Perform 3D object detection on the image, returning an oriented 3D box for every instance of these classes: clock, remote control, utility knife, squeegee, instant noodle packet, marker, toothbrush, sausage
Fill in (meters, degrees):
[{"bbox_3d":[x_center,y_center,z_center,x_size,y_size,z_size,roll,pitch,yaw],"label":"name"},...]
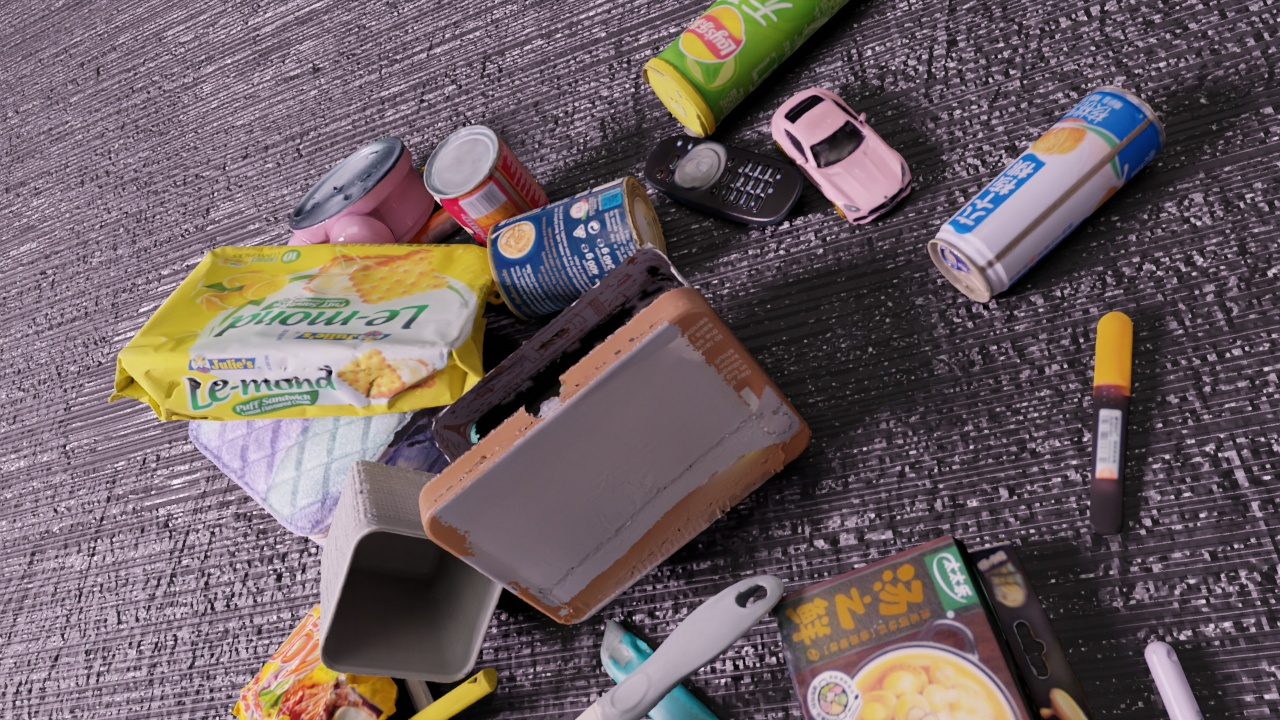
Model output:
[{"bbox_3d":[-0.236,-0.115,0.763,0.117,0.060,0.158,-8,43,34],"label":"clock"},{"bbox_3d":[0.060,-0.129,0.663,0.136,0.024,0.053,27,86,38],"label":"remote control"},{"bbox_3d":[0.045,0.210,0.491,0.208,0.013,0.029,33,82,36],"label":"utility knife"},{"bbox_3d":[-0.019,0.197,0.489,0.247,0.039,0.246,-45,52,11],"label":"squeegee"},{"bbox_3d":[-0.210,0.216,0.581,0.110,0.044,0.128,-48,29,-8],"label":"instant noodle packet"},{"bbox_3d":[0.249,0.032,0.486,0.018,0.015,0.123,2,67,29],"label":"marker"},{"bbox_3d":[0.256,0.210,0.381,0.021,0.029,0.189,-50,40,44],"label":"toothbrush"},{"bbox_3d":[-0.159,0.231,0.556,0.190,0.016,0.015,-36,30,21],"label":"toothbrush"},{"bbox_3d":[-0.202,-0.093,0.780,0.165,0.021,0.021,-32,54,7],"label":"sausage"}]

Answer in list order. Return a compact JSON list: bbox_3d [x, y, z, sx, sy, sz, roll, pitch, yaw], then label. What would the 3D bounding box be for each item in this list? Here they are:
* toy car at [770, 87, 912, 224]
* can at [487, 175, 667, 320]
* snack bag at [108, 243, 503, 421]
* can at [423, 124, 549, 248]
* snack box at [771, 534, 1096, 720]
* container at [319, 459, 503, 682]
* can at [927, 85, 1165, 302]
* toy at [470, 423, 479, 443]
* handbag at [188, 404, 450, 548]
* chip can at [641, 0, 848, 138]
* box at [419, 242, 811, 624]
[{"bbox_3d":[0.134,-0.145,0.629,0.056,0.037,0.122,-37,54,6],"label":"toy car"},{"bbox_3d":[-0.043,-0.080,0.657,0.111,0.075,0.075,-16,57,18],"label":"can"},{"bbox_3d":[-0.216,-0.021,0.643,0.246,0.068,0.157,-1,34,2],"label":"snack bag"},{"bbox_3d":[-0.113,-0.126,0.707,0.067,0.094,0.066,-12,59,21],"label":"can"},{"bbox_3d":[0.142,0.156,0.454,0.126,0.053,0.113,-27,54,18],"label":"snack box"},{"bbox_3d":[-0.145,0.122,0.562,0.114,0.090,0.090,40,112,63],"label":"container"},{"bbox_3d":[0.236,-0.096,0.538,0.134,0.053,0.053,-42,53,1],"label":"can"},{"bbox_3d":[-0.088,0.086,0.620,0.096,0.030,0.091,2,69,20],"label":"toy"},{"bbox_3d":[-0.235,0.053,0.684,0.194,0.075,0.134,27,72,34],"label":"handbag"},{"bbox_3d":[0.104,-0.267,0.688,0.221,0.072,0.072,-43,53,-1],"label":"chip can"},{"bbox_3d":[-0.020,0.041,0.500,0.182,0.178,0.153,-40,78,2],"label":"box"}]
